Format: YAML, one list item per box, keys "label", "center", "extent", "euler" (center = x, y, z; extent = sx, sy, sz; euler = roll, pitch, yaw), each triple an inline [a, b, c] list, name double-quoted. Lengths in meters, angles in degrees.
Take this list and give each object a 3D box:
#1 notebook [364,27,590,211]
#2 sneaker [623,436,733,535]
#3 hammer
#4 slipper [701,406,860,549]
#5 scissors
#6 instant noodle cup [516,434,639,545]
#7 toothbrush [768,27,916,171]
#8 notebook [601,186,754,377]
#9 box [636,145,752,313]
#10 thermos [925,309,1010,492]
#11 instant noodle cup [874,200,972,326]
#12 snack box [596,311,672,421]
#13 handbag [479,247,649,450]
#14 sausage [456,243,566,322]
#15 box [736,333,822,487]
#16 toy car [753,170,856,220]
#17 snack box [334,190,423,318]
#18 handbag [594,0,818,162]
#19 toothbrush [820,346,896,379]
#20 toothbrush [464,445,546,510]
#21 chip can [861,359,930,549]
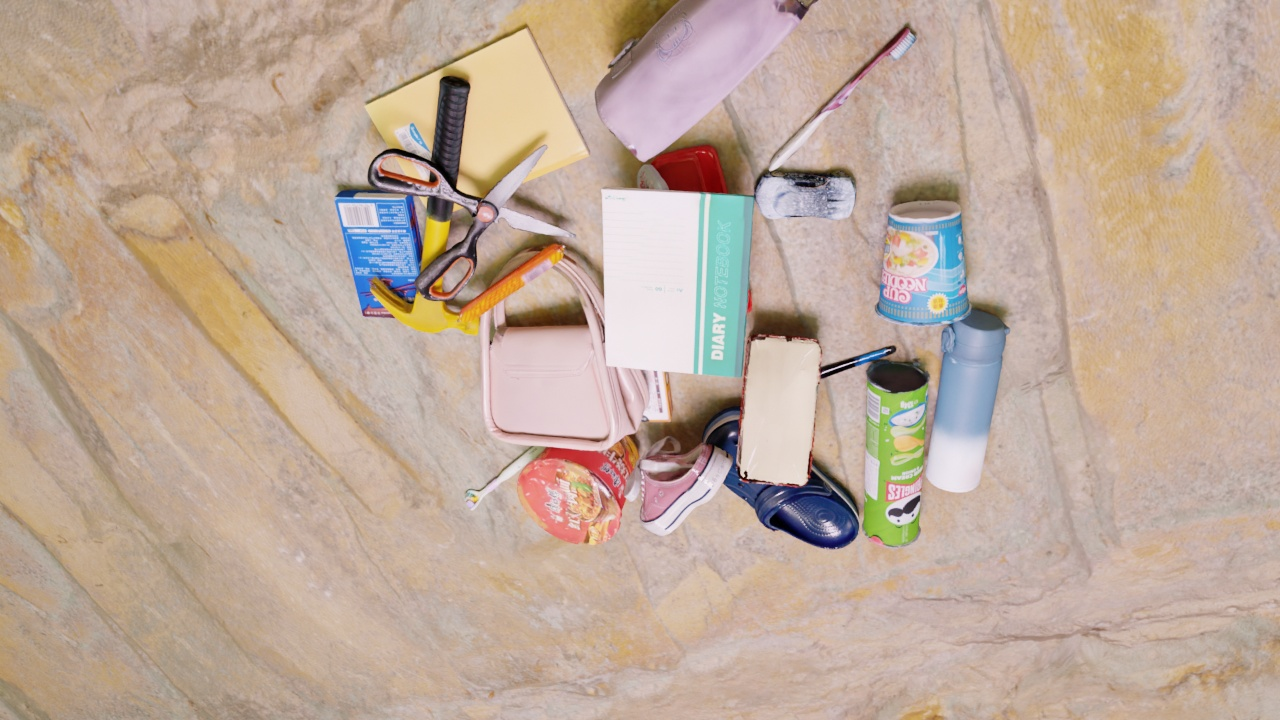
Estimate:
- label: "notebook"
  center: [-0.175, -0.247, 0.982]
  extent: [0.207, 0.010, 0.146]
  euler: [-18, 118, 21]
- label: "sneaker"
  center: [0.032, 0.145, 1.116]
  extent: [0.088, 0.118, 0.242]
  euler: [32, 154, -2]
- label: "hammer"
  center: [-0.223, -0.161, 1.012]
  extent: [0.128, 0.032, 0.301]
  euler: [8, 122, -12]
- label: "slipper"
  center: [0.171, 0.163, 1.136]
  extent: [0.253, 0.095, 0.105]
  euler: [40, 118, -18]
- label: "scissors"
  center: [-0.185, -0.151, 0.988]
  extent: [0.233, 0.021, 0.221]
  euler: [20, 120, -17]
- label: "instant noodle cup"
  center: [-0.071, 0.145, 1.148]
  extent: [0.138, 0.108, 0.138]
  euler: [13, 128, 16]
- label: "toothbrush"
  center: [0.196, -0.253, 0.907]
  extent: [0.017, 0.016, 0.188]
  euler: [33, 122, -23]
- label: "notebook"
  center: [0.036, -0.076, 0.939]
  extent: [0.150, 0.012, 0.209]
  euler: [5, 124, 8]
- label: "box"
  center: [0.055, -0.114, 0.972]
  extent: [0.095, 0.100, 0.202]
  euler: [-8, 121, 16]
- label: "thermos"
  center: [0.366, 0.047, 1.039]
  extent: [0.070, 0.070, 0.221]
  euler: [2, 123, 9]
- label: "instant noodle cup"
  center: [0.291, -0.104, 0.944]
  extent: [0.099, 0.099, 0.110]
  euler: [-2, 114, 12]
- label: "snack box"
  center: [-0.007, 0.006, 1.105]
  extent: [0.075, 0.026, 0.154]
  euler: [-1, 122, 12]
- label: "handbag"
  center: [-0.103, -0.015, 1.070]
  extent: [0.194, 0.093, 0.234]
  euler: [-1, 111, 28]
- label: "sausage"
  center: [-0.146, -0.085, 1.027]
  extent: [0.165, 0.021, 0.021]
  euler: [-31, 113, 23]
- label: "box"
  center: [0.157, 0.055, 1.034]
  extent: [0.091, 0.077, 0.168]
  euler: [5, 95, 5]
- label: "toy car"
  center: [0.171, -0.170, 0.955]
  extent: [0.106, 0.031, 0.049]
  euler: [3, 122, 10]
- label: "snack box"
  center: [-0.298, -0.122, 1.076]
  extent: [0.084, 0.026, 0.157]
  euler: [2, 123, 8]
- label: "handbag"
  center: [0.057, -0.286, 0.833]
  extent: [0.197, 0.144, 0.098]
  euler: [-36, 113, 27]
- label: "toothbrush"
  center: [0.209, 0.019, 1.080]
  extent: [0.190, 0.016, 0.014]
  euler: [-20, 122, 21]
- label: "toothbrush"
  center: [-0.173, 0.146, 1.232]
  extent: [0.190, 0.029, 0.020]
  euler: [-38, 151, 28]
- label: "chip can"
  center: [0.301, 0.114, 1.090]
  extent: [0.072, 0.072, 0.236]
  euler: [-1, 122, 11]
